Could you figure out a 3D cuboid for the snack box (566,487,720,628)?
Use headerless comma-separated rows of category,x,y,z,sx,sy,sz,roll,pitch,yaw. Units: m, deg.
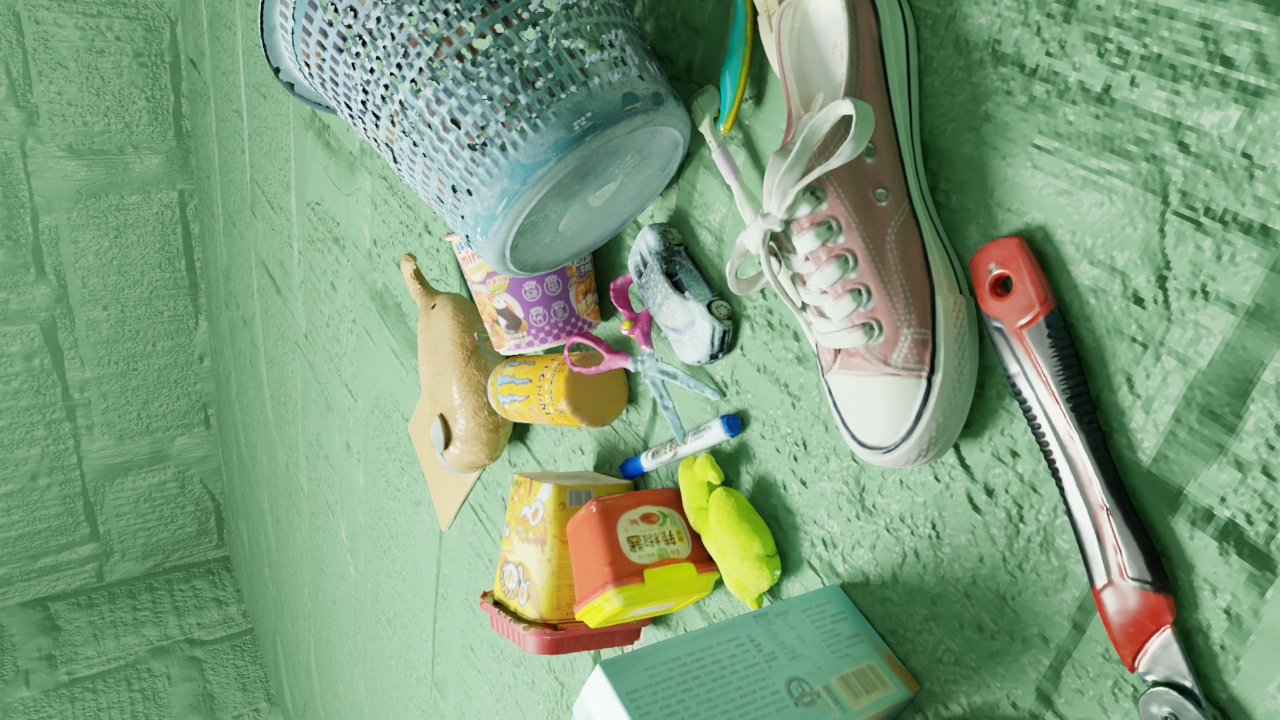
snack box,-0.004,0.136,0.641,0.082,0.091,0.080,-49,51,51

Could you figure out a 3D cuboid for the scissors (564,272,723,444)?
scissors,-0.004,0.005,0.630,0.108,0.017,0.135,-31,64,15

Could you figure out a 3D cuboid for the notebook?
notebook,-0.223,0.091,1.049,0.147,0.008,0.208,65,146,22

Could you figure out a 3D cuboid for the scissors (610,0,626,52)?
scissors,-0.031,-0.265,0.639,0.133,0.014,0.175,20,119,53

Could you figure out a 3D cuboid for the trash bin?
trash bin,-0.082,-0.168,0.566,0.195,0.225,0.227,54,142,12

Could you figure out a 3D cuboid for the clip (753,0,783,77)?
clip,0.055,-0.200,0.469,0.035,0.095,0.102,-1,87,58

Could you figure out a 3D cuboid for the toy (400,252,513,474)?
toy,-0.179,-0.004,0.884,0.144,0.082,0.226,-20,79,49

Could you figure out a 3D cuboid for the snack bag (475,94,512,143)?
snack bag,-0.126,-0.197,0.792,0.045,0.026,0.106,46,137,29

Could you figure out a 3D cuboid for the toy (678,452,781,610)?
toy,0.055,0.107,0.589,0.100,0.031,0.097,32,136,57

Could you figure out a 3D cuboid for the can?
can,-0.070,0.023,0.737,0.146,0.058,0.058,-3,97,58

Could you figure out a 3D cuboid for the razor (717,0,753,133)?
razor,0.049,-0.195,0.513,0.043,0.028,0.132,-80,-14,-81

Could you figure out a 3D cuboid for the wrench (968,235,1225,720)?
wrench,0.192,0.077,0.380,0.056,0.016,0.273,-26,78,57

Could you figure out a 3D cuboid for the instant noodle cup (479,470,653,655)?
instant noodle cup,-0.057,0.152,0.717,0.116,0.116,0.123,2,90,58

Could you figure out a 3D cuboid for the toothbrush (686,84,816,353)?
toothbrush,0.072,-0.076,0.523,0.189,0.020,0.029,66,150,18

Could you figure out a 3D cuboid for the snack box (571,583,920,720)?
snack box,0.057,0.177,0.474,0.074,0.174,0.052,51,133,37

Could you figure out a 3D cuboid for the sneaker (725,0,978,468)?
sneaker,0.090,-0.064,0.431,0.118,0.087,0.241,-5,94,58

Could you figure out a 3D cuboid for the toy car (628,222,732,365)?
toy car,0.023,-0.042,0.598,0.105,0.031,0.049,60,144,27

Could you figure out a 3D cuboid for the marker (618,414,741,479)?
marker,0.025,0.062,0.639,0.146,0.016,0.017,-32,72,56

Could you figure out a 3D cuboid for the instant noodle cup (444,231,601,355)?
instant noodle cup,-0.082,-0.062,0.693,0.112,0.111,0.099,3,109,58
